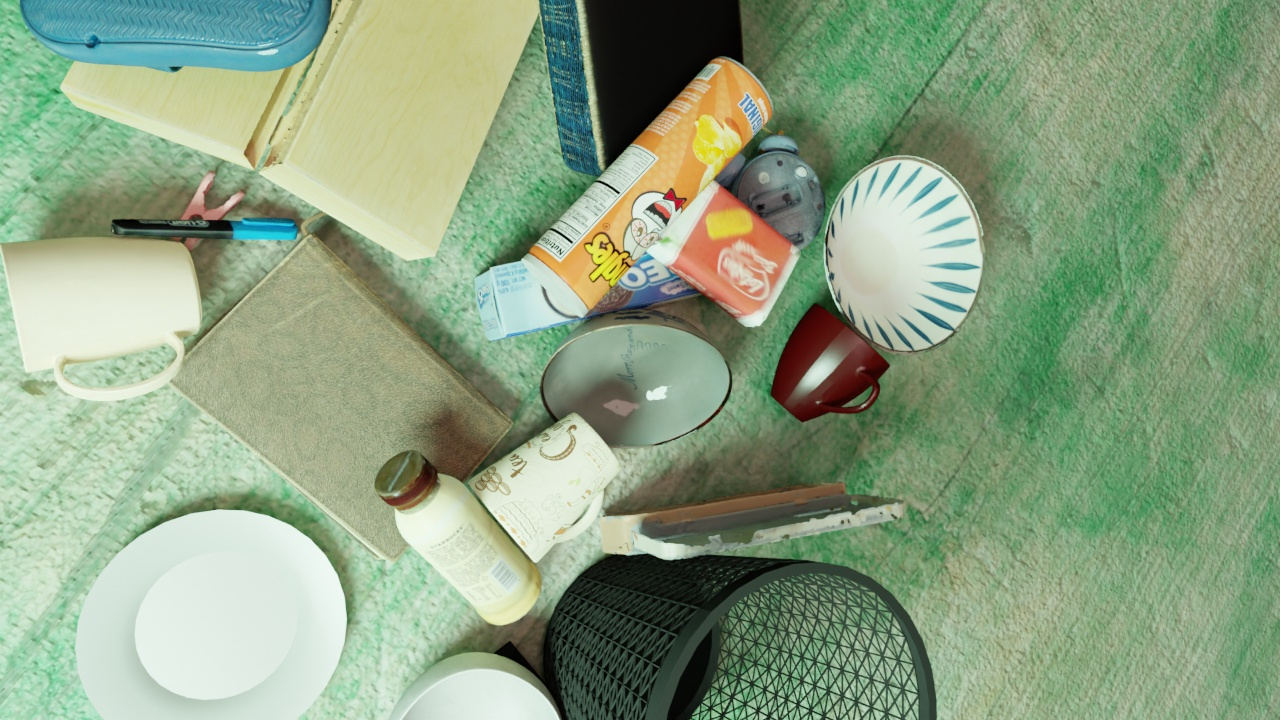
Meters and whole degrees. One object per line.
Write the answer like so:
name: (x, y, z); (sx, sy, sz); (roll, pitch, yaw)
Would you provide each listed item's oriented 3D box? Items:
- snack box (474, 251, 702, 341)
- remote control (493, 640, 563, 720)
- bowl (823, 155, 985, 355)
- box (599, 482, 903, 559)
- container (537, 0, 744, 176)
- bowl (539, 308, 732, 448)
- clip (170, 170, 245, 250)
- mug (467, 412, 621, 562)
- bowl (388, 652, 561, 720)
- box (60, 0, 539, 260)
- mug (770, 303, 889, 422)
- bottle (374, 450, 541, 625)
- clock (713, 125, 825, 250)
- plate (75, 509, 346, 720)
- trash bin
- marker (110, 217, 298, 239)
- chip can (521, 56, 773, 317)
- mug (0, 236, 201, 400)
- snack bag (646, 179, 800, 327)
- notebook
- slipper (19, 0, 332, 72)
snack box: (-0.019, -0.067, 0.751); (0.226, 0.060, 0.059); (-13, 92, -22)
remote control: (-0.084, 0.288, 0.754); (0.039, 0.010, 0.125); (-34, 103, -19)
bowl: (0.226, -0.094, 0.847); (0.177, 0.071, 0.177); (-1, 92, -23)
box: (0.087, 0.128, 0.750); (0.216, 0.149, 0.042); (-4, 79, -24)
container: (0.004, -0.249, 0.716); (0.145, 0.071, 0.188); (-19, 117, -25)
bowl: (-0.004, 0.004, 0.738); (0.150, 0.151, 0.056); (18, 42, -22)
clip: (-0.305, -0.102, 0.649); (0.035, 0.022, 0.057); (36, 83, -22)
mug: (-0.063, 0.105, 0.724); (0.097, 0.081, 0.122); (-40, 138, -12)
bowl: (-0.129, 0.287, 0.702); (0.131, 0.064, 0.132); (-1, 95, -16)
box: (-0.215, -0.233, 0.640); (0.261, 0.097, 0.247); (23, 73, -16)
mug: (0.165, 0.016, 0.808); (0.087, 0.114, 0.088); (36, 98, -36)
bottle: (-0.133, 0.130, 0.675); (0.056, 0.056, 0.162); (-44, 129, -17)
clock: (0.108, -0.148, 0.807); (0.088, 0.052, 0.124); (-23, 99, -20)
plate: (-0.302, 0.192, 0.655); (0.172, 0.019, 0.173); (0, 91, -23)
trash bin: (0.047, 0.239, 0.675); (0.216, 0.244, 0.217); (1, 87, -27)
marker: (-0.295, -0.091, 0.630); (0.122, 0.018, 0.015); (-7, 126, -45)
chip can: (0.006, -0.129, 0.680); (0.062, 0.062, 0.210); (45, 83, -17)
mug: (-0.342, -0.028, 0.593); (0.104, 0.085, 0.111); (-13, 70, -33)
snack bag: (0.067, -0.089, 0.736); (0.116, 0.036, 0.077); (35, 75, -19)
notebook: (-0.205, 0.013, 0.684); (0.215, 0.034, 0.190); (45, 74, -18)
slipper: (-0.284, -0.217, 0.559); (0.214, 0.059, 0.103); (14, 80, 11)
